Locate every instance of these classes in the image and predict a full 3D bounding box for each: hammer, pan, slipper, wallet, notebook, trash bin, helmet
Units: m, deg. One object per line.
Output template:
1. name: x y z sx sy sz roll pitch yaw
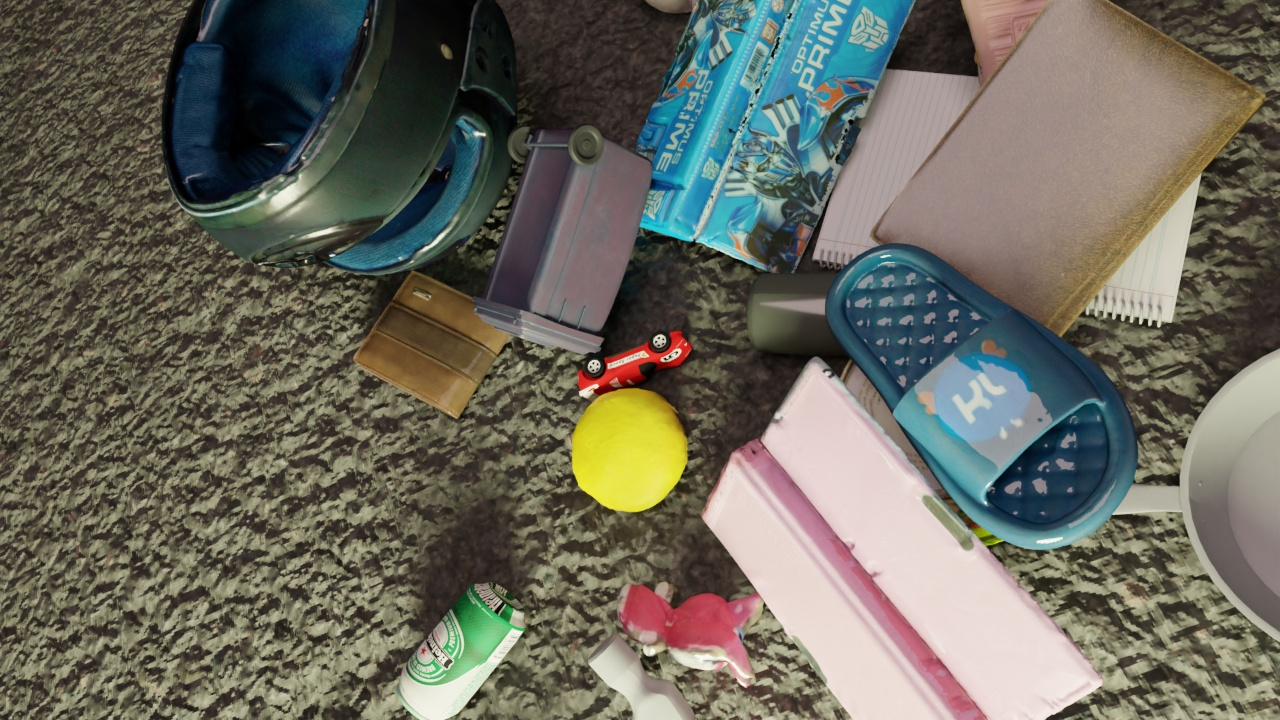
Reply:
1. hammer: -0.082 0.330 0.621 0.311 0.029 0.125 -44 86 7
2. pan: 0.353 0.085 0.554 0.357 0.050 0.200 -6 67 32
3. slipper: 0.284 -0.237 0.668 0.093 0.081 0.197 -12 90 14
4. wallet: -0.177 -0.016 0.785 0.121 0.027 0.098 25 79 26
5. slipper: 0.181 0.005 0.510 0.104 0.059 0.213 -39 53 8
6. notebook: 0.291 -0.111 0.610 0.190 0.034 0.216 41 103 13
7. trash bin: -0.062 -0.092 0.709 0.094 0.092 0.161 18 90 51
8. helmet: -0.215 -0.186 0.733 0.249 0.236 0.315 -17 60 17
9. notebook: 0.269 -0.129 0.676 0.246 0.013 0.177 13 76 22

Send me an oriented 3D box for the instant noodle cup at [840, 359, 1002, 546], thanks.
1. instant noodle cup: 0.194 0.040 0.584 0.146 0.098 0.146 -12 63 25

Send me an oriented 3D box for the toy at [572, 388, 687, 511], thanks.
1. toy: -0.009 0.066 0.691 0.094 0.041 0.095 -36 65 10

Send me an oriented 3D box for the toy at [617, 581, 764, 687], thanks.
1. toy: 0.032 0.187 0.634 0.102 0.050 0.065 14 43 4

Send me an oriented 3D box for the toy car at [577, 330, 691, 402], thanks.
1. toy car: -0.004 0.004 0.711 0.089 0.038 0.025 -21 69 12

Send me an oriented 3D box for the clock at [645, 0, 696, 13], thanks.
1. clock: 0.051 -0.359 0.802 0.158 0.059 0.116 25 83 24

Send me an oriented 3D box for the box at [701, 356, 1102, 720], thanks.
1. box: 0.134 0.135 0.555 0.039 0.179 0.232 -21 58 -32

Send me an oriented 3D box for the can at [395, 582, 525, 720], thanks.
1. can: -0.131 0.214 0.676 0.053 0.053 0.101 38 87 26

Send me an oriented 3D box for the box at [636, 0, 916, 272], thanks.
1. box: 0.085 -0.204 0.711 0.170 0.071 0.243 25 93 23

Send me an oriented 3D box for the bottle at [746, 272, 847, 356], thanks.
1. bottle: 0.135 -0.033 0.663 0.108 0.060 0.060 2 73 20

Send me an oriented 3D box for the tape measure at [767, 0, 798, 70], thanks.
1. tape measure: 0.132 -0.265 0.754 0.065 0.017 0.064 -11 69 12

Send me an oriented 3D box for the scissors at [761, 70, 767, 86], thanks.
1. scissors: 0.104 -0.241 0.773 0.125 0.015 0.127 -20 64 10
